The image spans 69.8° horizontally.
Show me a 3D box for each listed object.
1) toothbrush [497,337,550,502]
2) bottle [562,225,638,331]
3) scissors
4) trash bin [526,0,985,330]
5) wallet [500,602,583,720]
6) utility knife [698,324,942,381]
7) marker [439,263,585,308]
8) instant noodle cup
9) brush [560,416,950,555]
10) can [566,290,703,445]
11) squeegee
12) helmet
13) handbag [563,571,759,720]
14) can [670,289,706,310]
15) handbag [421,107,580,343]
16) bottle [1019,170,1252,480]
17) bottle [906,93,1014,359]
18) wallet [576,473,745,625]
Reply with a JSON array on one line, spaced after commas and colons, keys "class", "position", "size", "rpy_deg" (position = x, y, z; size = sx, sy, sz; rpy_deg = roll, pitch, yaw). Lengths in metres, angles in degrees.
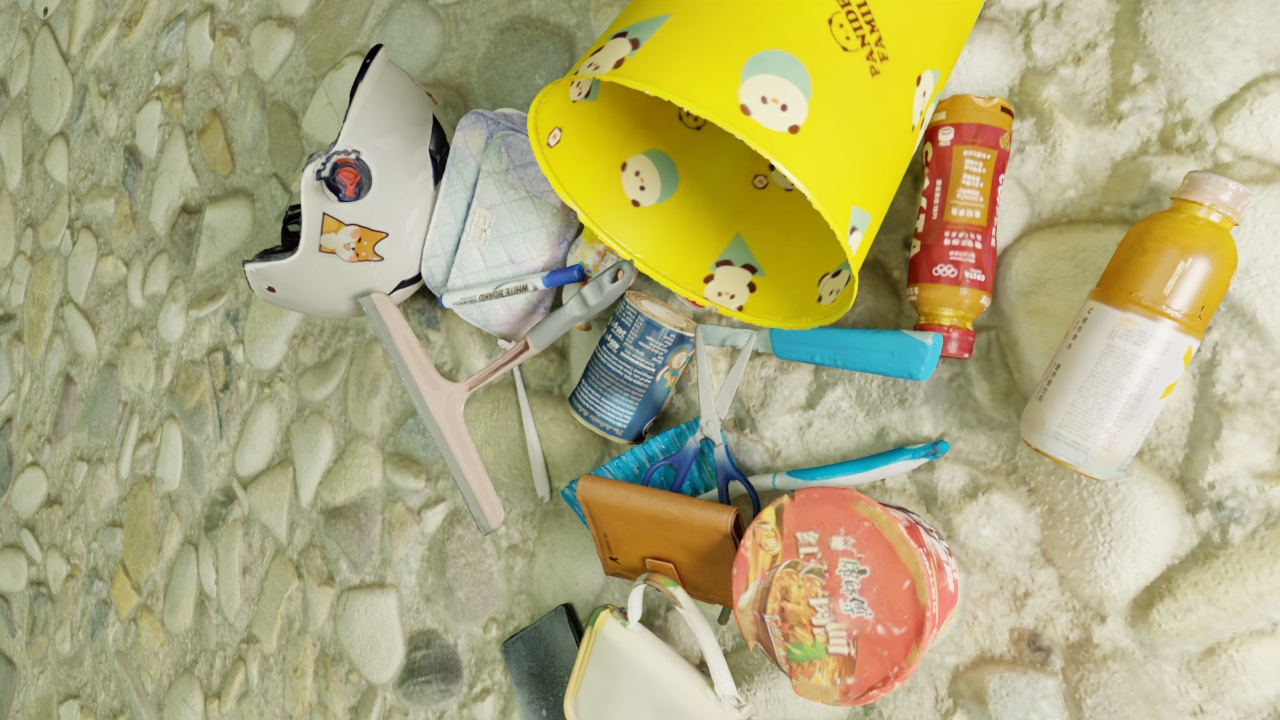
[{"class": "toothbrush", "position": [-0.113, 0.049, 0.881], "size": [0.016, 0.016, 0.180], "rpy_deg": [-26, 71, 33]}, {"class": "bottle", "position": [-0.036, -0.080, 0.810], "size": [0.063, 0.063, 0.108], "rpy_deg": [38, 107, 32]}, {"class": "scissors", "position": [0.048, 0.063, 0.703], "size": [0.165, 0.012, 0.162], "rpy_deg": [-32, 77, 24]}, {"class": "trash bin", "position": [0.091, -0.188, 0.599], "size": [0.230, 0.229, 0.254], "rpy_deg": [21, 70, 35]}, {"class": "wallet", "position": [-0.078, 0.294, 0.832], "size": [0.097, 0.019, 0.120], "rpy_deg": [-39, 63, 28]}, {"class": "utility knife", "position": [0.119, -0.013, 0.693], "size": [0.239, 0.018, 0.034], "rpy_deg": [9, 102, 50]}, {"class": "marker", "position": [-0.115, -0.064, 0.804], "size": [0.146, 0.017, 0.017], "rpy_deg": [-9, 80, 26]}, {"class": "instant noodle cup", "position": [0.149, 0.152, 0.625], "size": [0.138, 0.108, 0.138], "rpy_deg": [-4, 83, 36]}, {"class": "brush", "position": [0.076, 0.087, 0.724], "size": [0.315, 0.060, 0.109], "rpy_deg": [-31, 74, 27]}, {"class": "can", "position": [-0.005, 0.004, 0.769], "size": [0.075, 0.075, 0.111], "rpy_deg": [39, 109, 32]}, {"class": "squeegee", "position": [-0.097, -0.014, 0.786], "size": [0.250, 0.040, 0.247], "rpy_deg": [-33, 80, 24]}, {"class": "helmet", "position": [-0.262, -0.153, 0.914], "size": [0.274, 0.157, 0.230], "rpy_deg": [-55, 20, 12]}, {"class": "handbag", "position": [0.026, 0.253, 0.711], "size": [0.163, 0.063, 0.179], "rpy_deg": [31, 120, 33]}, {"class": "can", "position": [0.067, -0.089, 0.735], "size": [0.094, 0.066, 0.066], "rpy_deg": [-35, 66, 28]}, {"class": "handbag", "position": [-0.123, -0.122, 0.838], "size": [0.134, 0.075, 0.194], "rpy_deg": [29, 119, 15]}, {"class": "bottle", "position": [0.302, -0.021, 0.557], "size": [0.068, 0.068, 0.190], "rpy_deg": [32, 104, 34]}, {"class": "bottle", "position": [0.217, -0.089, 0.631], "size": [0.058, 0.057, 0.175], "rpy_deg": [7, 91, 36]}, {"class": "wallet", "position": [0.022, 0.144, 0.705], "size": [0.131, 0.035, 0.119], "rpy_deg": [8, 127, 29]}]
